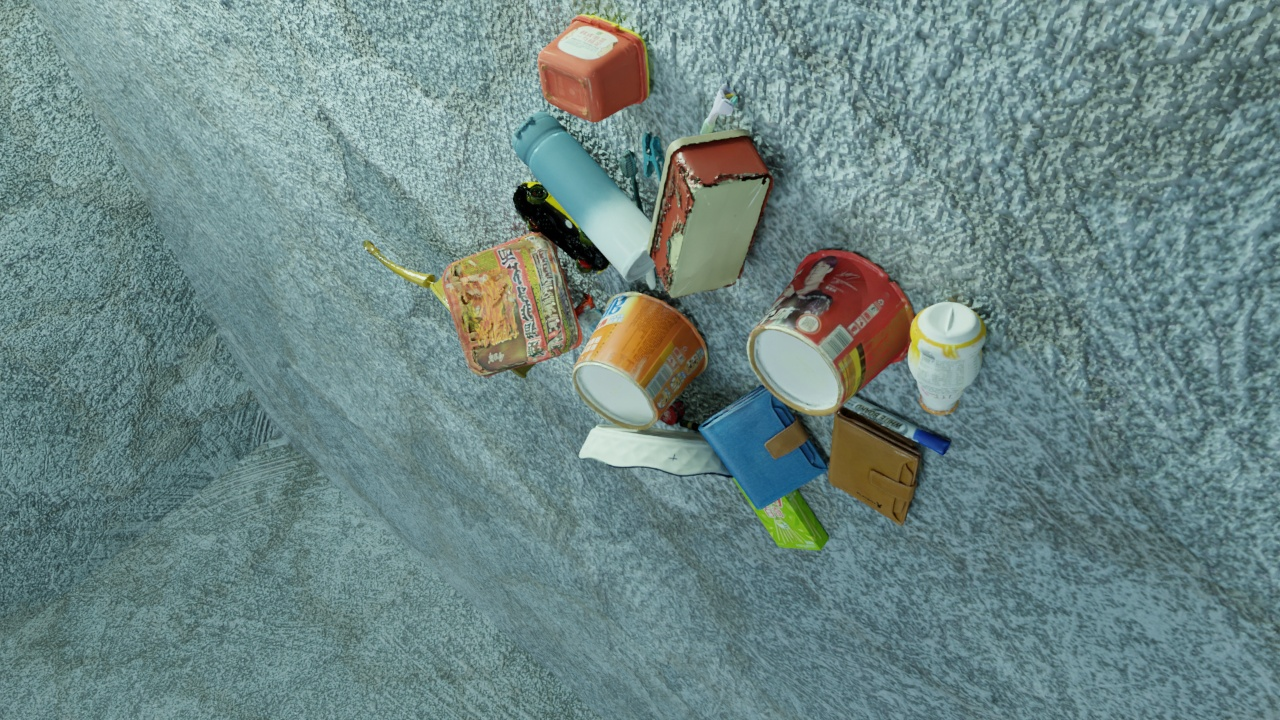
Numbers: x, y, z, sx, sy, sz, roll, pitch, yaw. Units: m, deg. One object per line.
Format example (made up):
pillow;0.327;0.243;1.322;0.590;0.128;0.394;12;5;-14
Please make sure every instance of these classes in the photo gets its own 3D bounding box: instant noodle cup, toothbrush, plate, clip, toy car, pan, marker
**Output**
instant noodle cup;-0.007;0.007;1.136;0.151;0.111;0.152;24;147;17
toothbrush;0.058;-0.201;0.910;0.190;0.021;0.029;119;144;-62
toothbrush;0.118;0.098;1.210;0.186;0.017;0.012;12;152;49
instant noodle cup;0.175;-0.022;0.881;0.138;0.108;0.138;34;149;24
plate;0.025;0.114;1.178;0.205;0.204;0.045;4;88;52
toothbrush;-0.002;-0.154;1.049;0.016;0.018;0.192;27;144;34
clip;0.013;-0.212;0.961;0.041;0.014;0.056;26;145;33
toy car;0.008;0.046;1.262;0.120;0.045;0.053;35;151;16
instant noodle cup;-0.165;-0.074;1.236;0.189;0.079;0.164;-15;92;25
toy car;-0.094;-0.168;1.131;0.156;0.041;0.071;37;150;14
pan;-0.298;-0.094;1.408;0.357;0.078;0.198;45;178;20
marker;0.257;0.060;0.971;0.146;0.016;0.017;28;146;31

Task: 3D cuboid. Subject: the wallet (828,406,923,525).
wallet;0.260;0.118;1.026;0.108;0.031;0.132;32;149;29

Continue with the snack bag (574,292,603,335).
snack bag;-0.053;-0.043;1.247;0.045;0.026;0.105;-43;89;23

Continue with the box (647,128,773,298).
box;0.065;-0.132;0.888;0.169;0.091;0.078;102;150;-57

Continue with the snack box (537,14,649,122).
snack box;-0.047;-0.281;0.886;0.091;0.080;0.082;31;147;28

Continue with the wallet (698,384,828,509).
wallet;0.149;0.104;1.099;0.133;0.106;0.040;54;-168;-16

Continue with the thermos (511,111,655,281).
thermos;-0.059;-0.186;1.018;0.220;0.070;0.070;50;153;15

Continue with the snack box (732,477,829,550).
snack box;0.179;0.186;1.224;0.086;0.026;0.156;-10;118;56

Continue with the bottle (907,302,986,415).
bottle;0.273;0.001;0.825;0.063;0.063;0.108;27;145;33
